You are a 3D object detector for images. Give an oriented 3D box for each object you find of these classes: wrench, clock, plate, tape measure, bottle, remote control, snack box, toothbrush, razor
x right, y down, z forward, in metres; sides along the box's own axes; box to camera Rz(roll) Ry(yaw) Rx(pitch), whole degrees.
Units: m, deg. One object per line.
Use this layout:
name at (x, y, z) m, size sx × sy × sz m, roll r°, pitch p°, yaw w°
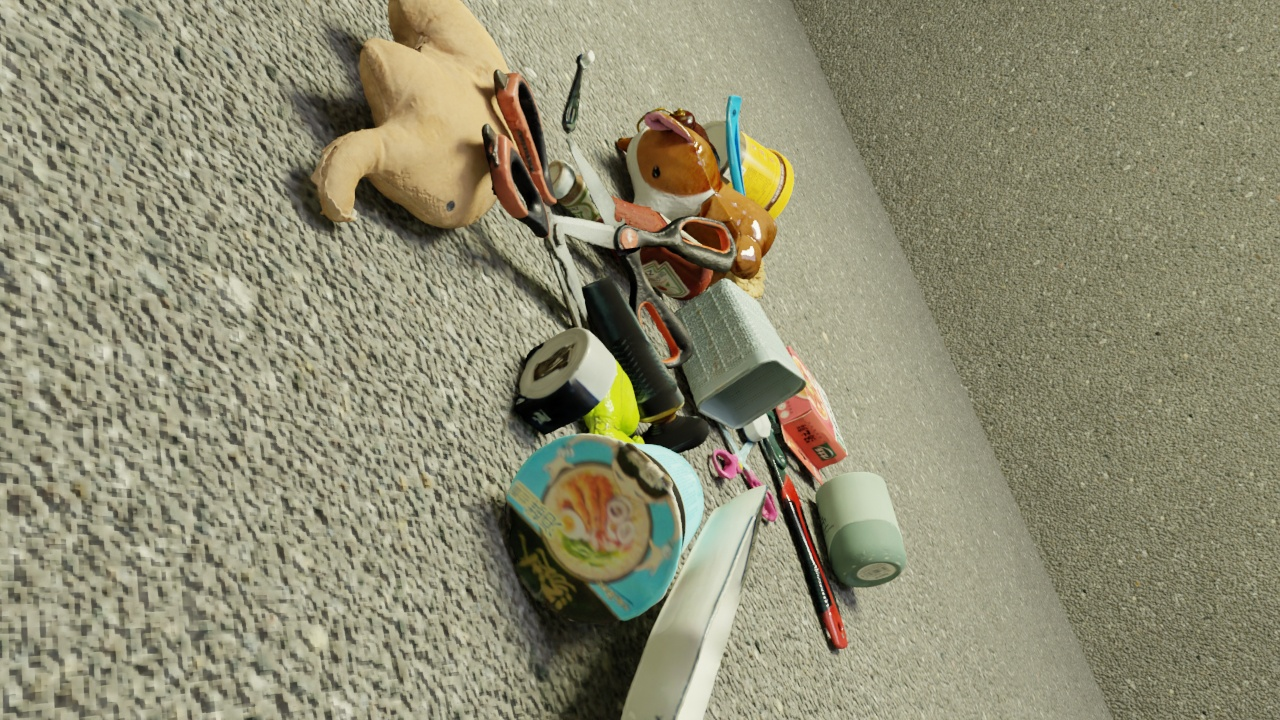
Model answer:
wrench at (0.167, 0.168, 0.970) m, size 0.056 × 0.016 × 0.273 m, roll 27°, pitch 42°, yaw -53°
clock at (0.041, -0.241, 1.058) m, size 0.122 × 0.082 × 0.055 m, roll 42°, pitch 27°, yaw -41°
plate at (0.033, 0.178, 0.577) m, size 0.265 × 0.034 × 0.162 m, roll -47°, pitch 150°, yaw -64°
tape measure at (-0.050, 0.010, 0.624) m, size 0.033 × 0.066 × 0.065 m, roll 45°, pitch 29°, yaw -32°
bottle at (-0.011, -0.121, 0.855) m, size 0.206 × 0.060 × 0.059 m, roll 30°, pitch 40°, yaw -42°
remote control at (0.104, 0.026, 0.975) m, size 0.125 × 0.024 × 0.049 m, roll 66°, pitch 18°, yaw 12°
snack box at (0.196, 0.066, 1.082) m, size 0.113 × 0.044 × 0.127 m, roll 46°, pitch 23°, yaw -42°
toothbrush at (-0.065, -0.288, 0.972) m, size 0.015 × 0.018 × 0.180 m, roll 51°, pitch 27°, yaw -32°
razor at (-0.004, 0.004, 0.754) m, size 0.167 × 0.062 × 0.068 m, roll 63°, pitch -7°, yaw 13°

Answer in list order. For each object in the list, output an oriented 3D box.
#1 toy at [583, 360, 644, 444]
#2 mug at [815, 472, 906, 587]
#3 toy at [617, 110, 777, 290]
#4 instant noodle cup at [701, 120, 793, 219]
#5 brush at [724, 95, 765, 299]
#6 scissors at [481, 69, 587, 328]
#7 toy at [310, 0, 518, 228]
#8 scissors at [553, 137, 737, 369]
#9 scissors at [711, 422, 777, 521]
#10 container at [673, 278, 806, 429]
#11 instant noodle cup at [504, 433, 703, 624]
toy at (-0.024, 0.041, 0.692) m, size 0.096 × 0.031 × 0.100 m, roll 42°, pitch 36°, yaw -40°
mug at (0.246, 0.200, 1.033) m, size 0.112 × 0.082 × 0.106 m, roll 84°, pitch -1°, yaw -51°
toy at (0.050, -0.170, 0.982) m, size 0.130 × 0.140 × 0.199 m, roll -38°, pitch 102°, yaw -24°
instant noodle cup at (0.118, -0.240, 1.180) m, size 0.114 × 0.119 × 0.118 m, roll 27°, pitch 41°, yaw -43°
brush at (0.118, -0.187, 1.099) m, size 0.083 × 0.046 × 0.254 m, roll -11°, pitch 99°, yaw -55°
scissors at (-0.071, -0.096, 0.660) m, size 0.198 × 0.015 × 0.205 m, roll -29°, pitch 115°, yaw -75°
toy at (-0.138, -0.151, 0.605) m, size 0.143 × 0.083 × 0.225 m, roll 49°, pitch 32°, yaw -35°
scissors at (0.003, -0.091, 0.817) m, size 0.220 × 0.022 × 0.228 m, roll -13°, pitch 99°, yaw -35°
scissors at (0.100, 0.103, 0.903) m, size 0.134 × 0.017 × 0.133 m, roll 58°, pitch 20°, yaw 0°
container at (0.090, -0.009, 0.897) m, size 0.090 × 0.090 × 0.111 m, roll 30°, pitch 32°, yaw -52°
instant noodle cup at (-0.010, 0.096, 0.580) m, size 0.111 × 0.111 × 0.120 m, roll 66°, pitch 17°, yaw 8°
